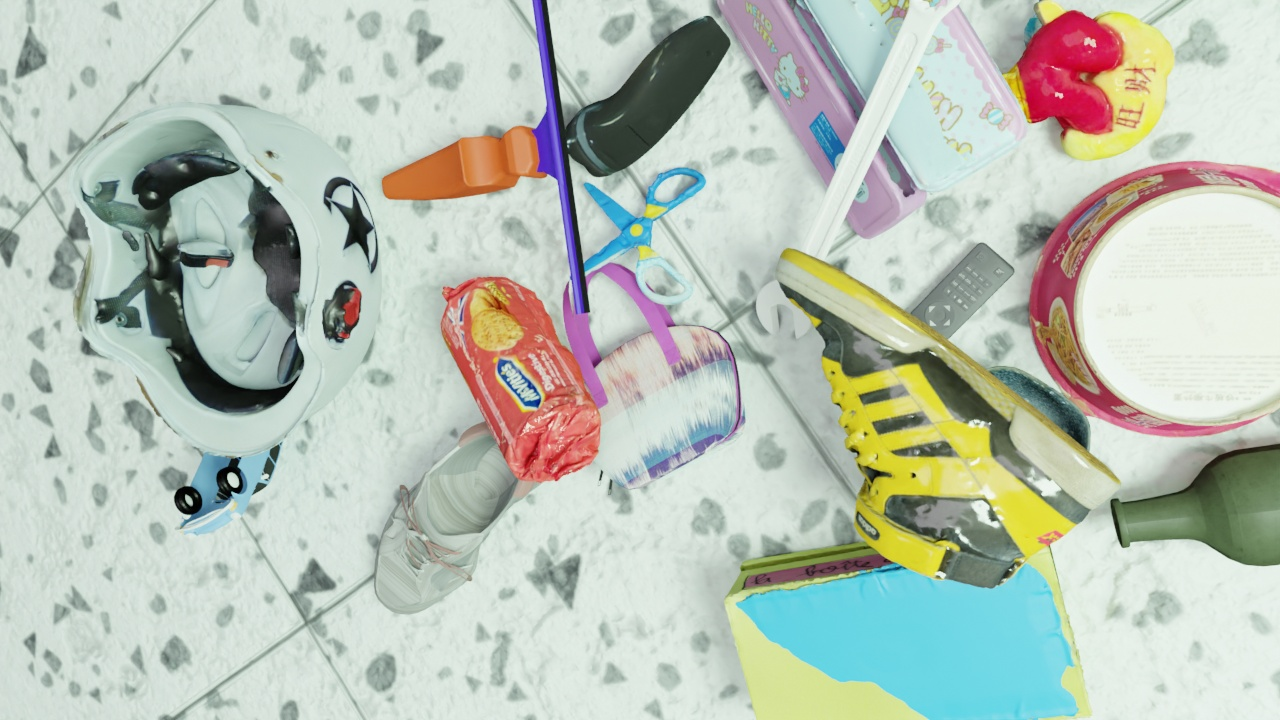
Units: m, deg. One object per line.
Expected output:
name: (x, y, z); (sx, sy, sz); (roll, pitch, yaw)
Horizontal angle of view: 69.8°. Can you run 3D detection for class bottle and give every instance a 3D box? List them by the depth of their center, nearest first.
bottle: (0.398, 0.084, 0.550); (0.207, 0.071, 0.071); (-12, 92, 20)

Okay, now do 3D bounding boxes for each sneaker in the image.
sneaker: (0.156, 0.040, 0.570); (0.238, 0.086, 0.122); (41, 105, 19)
sneaker: (-0.159, 0.129, 0.742); (0.099, 0.089, 0.236); (43, 108, 10)

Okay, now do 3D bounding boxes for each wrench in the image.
wrench: (0.133, -0.119, 0.586); (0.047, 0.009, 0.274); (41, 135, 24)

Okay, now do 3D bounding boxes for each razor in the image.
razor: (0.004, -0.195, 0.671); (0.141, 0.053, 0.063); (-42, 49, 13)

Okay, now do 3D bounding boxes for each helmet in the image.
helmet: (-0.304, -0.068, 0.732); (0.237, 0.163, 0.264); (-4, 102, 24)

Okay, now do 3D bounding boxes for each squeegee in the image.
squeegee: (-0.127, -0.151, 0.713); (0.185, 0.055, 0.249); (-6, 94, 29)

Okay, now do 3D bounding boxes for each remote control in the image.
remote control: (0.198, -0.022, 0.637); (0.032, 0.015, 0.137); (44, 106, 10)

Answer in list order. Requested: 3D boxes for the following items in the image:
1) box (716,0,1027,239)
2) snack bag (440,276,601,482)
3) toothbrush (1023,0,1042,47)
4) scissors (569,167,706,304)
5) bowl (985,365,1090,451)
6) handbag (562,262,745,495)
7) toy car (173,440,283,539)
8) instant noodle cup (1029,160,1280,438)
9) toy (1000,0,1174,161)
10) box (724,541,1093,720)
box: (0.135, -0.195, 0.588); (0.214, 0.050, 0.149); (60, 144, 4)
snack bag: (-0.088, 0.011, 0.685); (0.082, 0.082, 0.176); (-45, 58, 18)
toothbrush: (0.254, -0.261, 0.563); (0.021, 0.017, 0.135); (20, 126, 31)
scissors: (0.001, -0.092, 0.681); (0.125, 0.014, 0.130); (-34, 68, 3)
bowl: (0.239, 0.059, 0.607); (0.110, 0.055, 0.110); (1, 91, 29)
handbag: (-0.004, 0.004, 0.693); (0.145, 0.068, 0.170); (-31, 79, 21)
toy car: (-0.346, 0.091, 0.786); (0.056, 0.153, 0.055); (-24, 125, 12)
instant noodle cup: (0.334, -0.034, 0.555); (0.179, 0.077, 0.179); (2, 97, 20)
toy: (0.256, -0.171, 0.573); (0.137, 0.067, 0.106); (-9, 115, 20)
box: (0.182, 0.189, 0.638); (0.221, 0.082, 0.124); (-16, 92, 18)
